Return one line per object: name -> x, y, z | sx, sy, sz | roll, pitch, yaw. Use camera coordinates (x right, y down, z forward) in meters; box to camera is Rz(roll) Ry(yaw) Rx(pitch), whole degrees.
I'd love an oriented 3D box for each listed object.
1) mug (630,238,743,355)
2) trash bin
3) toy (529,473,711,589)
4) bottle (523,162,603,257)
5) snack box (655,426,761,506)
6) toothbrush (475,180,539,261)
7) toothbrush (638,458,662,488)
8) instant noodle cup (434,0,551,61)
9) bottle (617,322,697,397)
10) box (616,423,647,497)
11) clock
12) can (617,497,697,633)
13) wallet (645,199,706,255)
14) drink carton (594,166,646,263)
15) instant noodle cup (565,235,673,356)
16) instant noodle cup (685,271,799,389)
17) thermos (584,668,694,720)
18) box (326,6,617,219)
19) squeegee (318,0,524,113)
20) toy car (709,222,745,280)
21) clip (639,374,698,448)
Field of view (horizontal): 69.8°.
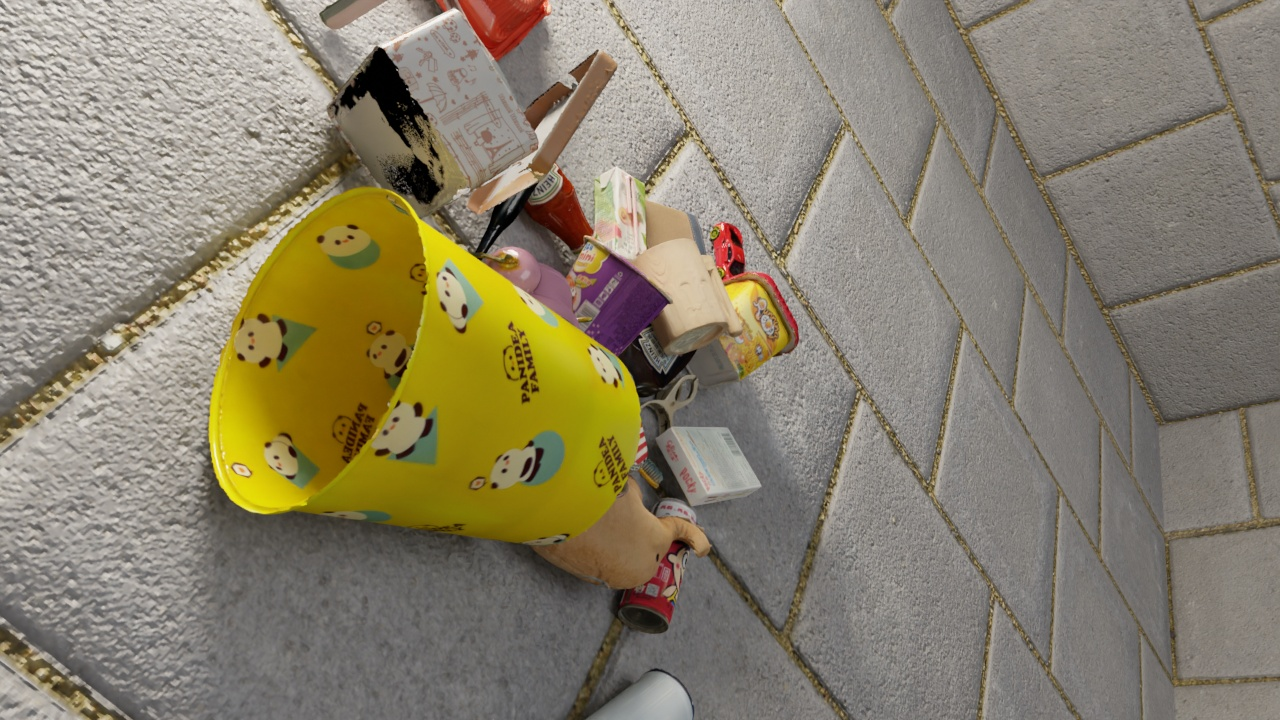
mug -> 0.056, -0.070, 1.028 | 0.124, 0.084, 0.103 | -4, 66, -46
trash bin -> -0.146, 0.029, 0.701 | 0.255, 0.230, 0.229 | 29, 54, -47
toy -> -0.028, 0.155, 0.876 | 0.226, 0.083, 0.143 | 38, 45, -24
bottle -> -0.089, -0.162, 0.973 | 0.206, 0.060, 0.059 | 51, 42, -23
snack box -> 0.080, 0.117, 1.041 | 0.156, 0.027, 0.084 | 7, 50, -60
toothbrush -> -0.130, -0.148, 0.893 | 0.027, 0.026, 0.212 | 37, 72, -24
toothbrush -> -0.042, 0.052, 0.924 | 0.191, 0.018, 0.016 | 49, 13, 5
instant noodle cup -> -0.159, -0.430, 0.992 | 0.164, 0.079, 0.188 | 52, 39, -24
bottle -> -0.006, 0.006, 1.015 | 0.080, 0.044, 0.194 | 58, 40, -8
box -> -0.046, 0.062, 0.848 | 0.074, 0.081, 0.163 | 4, 39, -20
clock -> -0.123, -0.050, 0.830 | 0.158, 0.117, 0.059 | 40, 41, -52
can -> 0.020, 0.210, 0.947 | 0.053, 0.053, 0.132 | 46, 44, -28
wallet -> 0.034, -0.152, 1.142 | 0.115, 0.033, 0.090 | 8, 65, -48
drink carton -> -0.022, -0.160, 1.065 | 0.053, 0.046, 0.122 | 23, 57, -42
instant noodle cup -> -0.039, -0.055, 0.937 | 0.111, 0.111, 0.099 | 36, 91, -36
instant noodle cup -> 0.113, -0.032, 1.129 | 0.123, 0.116, 0.116 | -42, 108, -38
thermos -> -0.041, 0.353, 0.803 | 0.223, 0.073, 0.073 | -17, 88, -52
box -> -0.133, -0.221, 0.802 | 0.191, 0.183, 0.156 | -42, 109, -27
squeegee -> -0.162, -0.312, 0.943 | 0.247, 0.040, 0.250 | -41, 129, -15
toy car -> 0.123, -0.136, 1.243 | 0.049, 0.031, 0.106 | 16, 64, -45
clip -> 0.029, 0.047, 1.051 | 0.096, 0.034, 0.061 | -47, 112, -40
